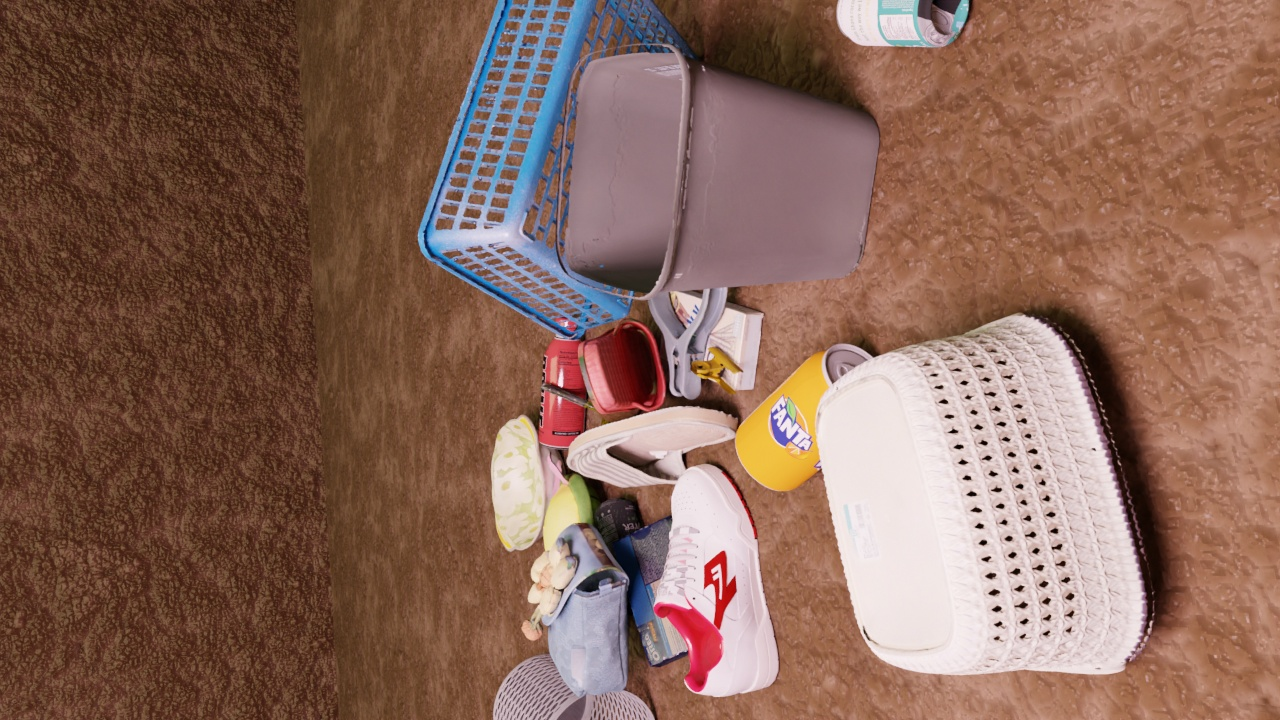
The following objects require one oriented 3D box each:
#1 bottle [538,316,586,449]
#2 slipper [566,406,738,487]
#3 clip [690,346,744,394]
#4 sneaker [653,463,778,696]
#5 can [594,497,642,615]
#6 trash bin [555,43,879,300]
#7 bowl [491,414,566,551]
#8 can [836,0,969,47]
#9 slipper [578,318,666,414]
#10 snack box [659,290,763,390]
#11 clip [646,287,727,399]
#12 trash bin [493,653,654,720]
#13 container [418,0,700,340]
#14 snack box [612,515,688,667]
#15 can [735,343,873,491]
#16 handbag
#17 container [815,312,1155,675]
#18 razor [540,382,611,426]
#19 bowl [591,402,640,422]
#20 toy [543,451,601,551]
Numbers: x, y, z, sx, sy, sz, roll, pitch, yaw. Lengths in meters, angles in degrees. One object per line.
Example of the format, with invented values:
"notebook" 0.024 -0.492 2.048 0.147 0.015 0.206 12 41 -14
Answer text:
"bottle" -0.103 0.029 1.249 0.062 0.062 0.177 19 107 58
"slipper" 0.006 0.103 1.034 0.273 0.114 0.054 -30 44 53
"clip" 0.075 0.009 0.926 0.054 0.048 0.046 49 176 47
"sneaker" 0.059 0.224 0.943 0.091 0.104 0.236 -34 62 54
"can" -0.015 0.236 1.116 0.054 0.053 0.137 -51 49 47
"trash bin" 0.070 -0.155 0.802 0.197 0.219 0.197 24 111 57
"bowl" -0.158 0.179 1.348 0.188 0.060 0.220 47 131 47
"can" 0.207 -0.279 0.730 0.102 0.054 0.055 31 117 55
"slipper" -0.006 0.006 0.992 0.248 0.059 0.103 -26 -80 -77
"snack box" 0.073 -0.026 0.989 0.150 0.026 0.082 24 113 56
"clip" 0.060 -0.054 0.953 0.165 0.030 0.172 -35 64 57
"trash bin" -0.090 0.463 1.154 0.184 0.156 0.156 0 91 62
"container" -0.056 -0.223 0.928 0.089 0.257 0.361 8 76 35
"snack box" 0.027 0.260 1.036 0.082 0.027 0.150 -29 61 20
"can" 0.150 0.052 0.811 0.143 0.079 0.079 -52 48 47
"handbag" -0.075 0.290 1.050 0.122 0.118 0.192 -135 44 -59
"container" 0.222 0.097 0.631 0.185 0.143 0.251 133 130 -67
"razor" -0.084 0.052 1.202 0.106 0.026 0.043 22 118 16
"bowl" -0.036 0.020 1.142 0.102 0.026 0.114 -27 65 36
"toy" -0.083 0.234 1.196 0.191 0.087 0.238 121 137 -58
